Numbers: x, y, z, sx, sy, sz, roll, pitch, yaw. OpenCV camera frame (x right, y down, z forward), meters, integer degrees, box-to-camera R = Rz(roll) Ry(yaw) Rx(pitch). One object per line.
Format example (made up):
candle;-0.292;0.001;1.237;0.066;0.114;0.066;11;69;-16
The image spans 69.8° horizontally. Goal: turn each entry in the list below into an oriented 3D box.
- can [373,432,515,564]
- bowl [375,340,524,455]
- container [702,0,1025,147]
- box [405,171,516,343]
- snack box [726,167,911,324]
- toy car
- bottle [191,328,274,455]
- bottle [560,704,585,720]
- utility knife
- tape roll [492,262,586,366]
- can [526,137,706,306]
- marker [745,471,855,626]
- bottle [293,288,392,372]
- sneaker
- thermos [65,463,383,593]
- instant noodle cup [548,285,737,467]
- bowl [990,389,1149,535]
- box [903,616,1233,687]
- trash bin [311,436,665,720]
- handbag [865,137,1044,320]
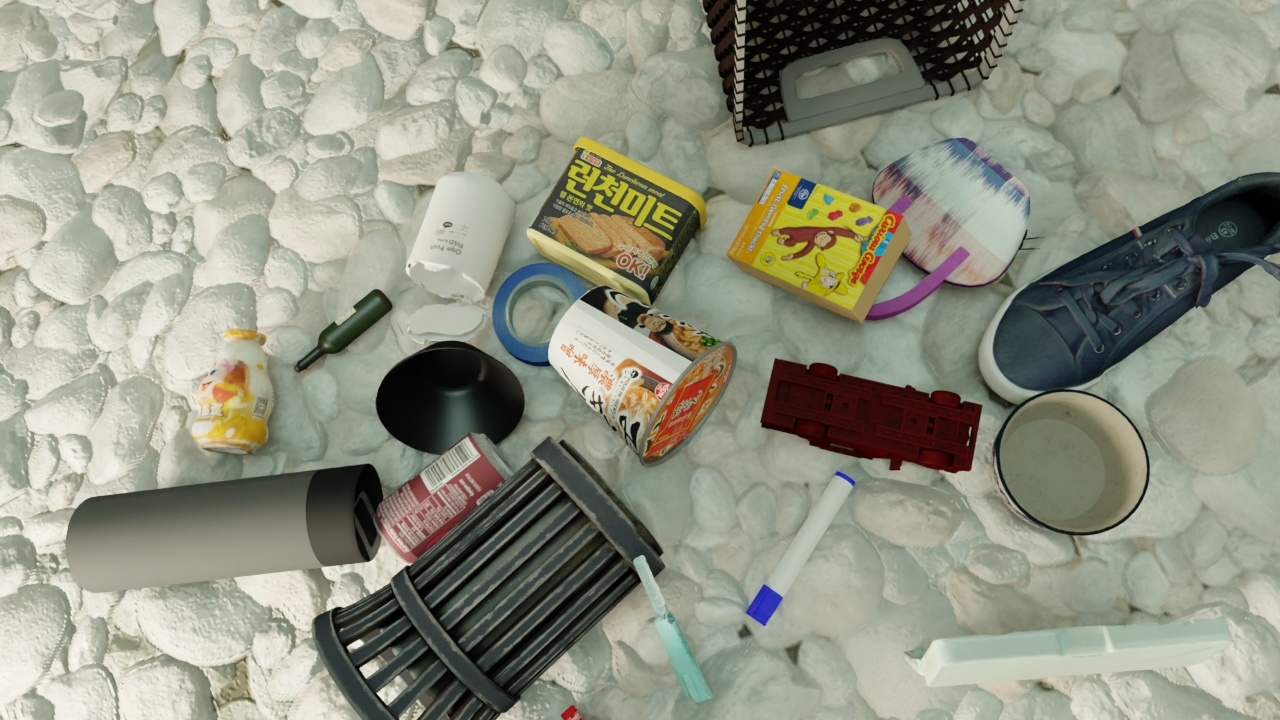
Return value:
can;-0.164;0.116;0.777;0.114;0.063;0.063;-38;76;-6
bowl;-0.164;0.020;0.795;0.124;0.124;0.052;-13;41;1
container;0.170;-0.377;0.790;0.247;0.246;0.243;-14;71;1
box;-0.166;-0.084;0.825;0.081;0.092;0.160;15;69;5
snack box;0.153;-0.100;0.794;0.126;0.040;0.088;28;89;29
toy car;0.188;0.049;0.767;0.170;0.062;0.070;13;77;8
bottle;-0.359;0.028;0.818;0.063;0.063;0.108;1;75;5
bottle;-0.014;0.332;0.719;0.042;0.042;0.141;-40;76;-6
utility knife;0.023;0.210;0.704;0.022;0.168;0.015;-11;33;15
tape roll;-0.089;-0.042;0.837;0.091;0.016;0.093;-40;76;-6
can;-0.022;-0.121;0.825;0.131;0.072;0.101;29;82;11
marker;0.134;0.156;0.765;0.020;0.020;0.141;33;80;12
bottle;-0.275;-0.025;0.844;0.106;0.025;0.025;-41;76;-6
sneaker;0.416;-0.064;0.747;0.294;0.127;0.120;-32;74;-2
thermos;-0.343;0.142;0.776;0.240;0.082;0.082;-7;75;3
instant noodle cup;-0.005;0.004;0.773;0.122;0.124;0.123;36;81;22
bowl;0.340;0.086;0.746;0.115;0.059;0.115;-1;75;4
box;0.304;0.216;0.674;0.197;0.136;0.043;-5;69;3
trash bin;-0.106;0.181;0.710;0.227;0.164;0.164;-41;76;-10
handbag;0.247;-0.104;0.808;0.170;0.068;0.144;-43;75;0
